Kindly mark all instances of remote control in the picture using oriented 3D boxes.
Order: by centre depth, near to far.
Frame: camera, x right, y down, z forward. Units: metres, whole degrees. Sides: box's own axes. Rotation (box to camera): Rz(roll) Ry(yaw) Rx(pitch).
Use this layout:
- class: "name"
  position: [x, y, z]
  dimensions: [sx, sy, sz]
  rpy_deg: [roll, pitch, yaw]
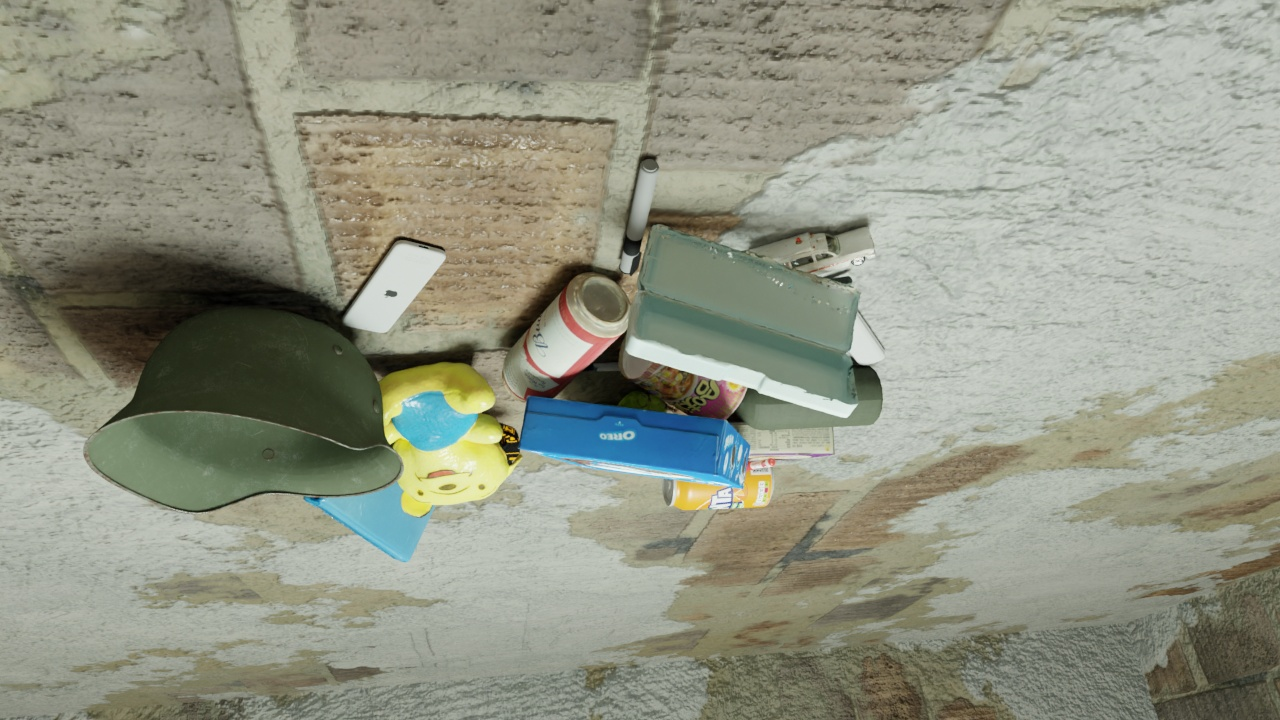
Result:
- class: "remote control"
  position: [-0.223, -0.064, 0.822]
  dimensions: [0.045, 0.008, 0.147]
  rpy_deg: [12, 147, -33]
- class: "remote control"
  position: [0.235, -0.025, 0.998]
  dimensions: [0.033, 0.012, 0.131]
  rpy_deg: [-19, 151, 22]

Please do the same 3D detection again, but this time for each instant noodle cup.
- class: "instant noodle cup"
  position: [0.040, 0.004, 0.934]
  dimensions: [0.108, 0.097, 0.098]
  rpy_deg: [26, 139, -34]

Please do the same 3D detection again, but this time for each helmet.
- class: "helmet"
  position: [-0.336, 0.039, 0.836]
  dimensions: [0.228, 0.153, 0.267]
  rpy_deg: [-22, 144, 29]

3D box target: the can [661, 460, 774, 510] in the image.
- class: "can"
  position: [0.106, 0.164, 1.257]
  dimensions: [0.142, 0.079, 0.079]
  rpy_deg: [0, 152, -12]

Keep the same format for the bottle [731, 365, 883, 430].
- class: "bottle"
  position: [0.168, 0.044, 1.051]
  dimensions: [0.206, 0.071, 0.072]
  rpy_deg: [-2, 152, -9]

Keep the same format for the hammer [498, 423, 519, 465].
- class: "hammer"
  position: [-0.307, 0.113, 1.120]
  dimensions: [0.320, 0.036, 0.123]
  rpy_deg: [-2, 148, -14]

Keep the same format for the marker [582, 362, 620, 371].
- class: "marker"
  position: [-0.006, 0.006, 1.004]
  dimensions: [0.152, 0.011, 0.011]
  rpy_deg: [-2, 152, -8]

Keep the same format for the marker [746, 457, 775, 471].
- class: "marker"
  position: [0.145, 0.131, 1.148]
  dimensions: [0.012, 0.012, 0.142]
  rpy_deg: [-2, 171, -9]

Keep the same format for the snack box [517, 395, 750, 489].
- class: "snack box"
  position: [0.005, 0.089, 0.954]
  dimensions: [0.196, 0.056, 0.239]
  rpy_deg: [6, 170, 14]

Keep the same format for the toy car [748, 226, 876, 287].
- class: "toy car"
  position: [0.150, -0.096, 0.820]
  dimensions: [0.113, 0.039, 0.039]
  rpy_deg: [-17, 130, 17]

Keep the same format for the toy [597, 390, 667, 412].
- class: "toy"
  position: [-0.014, 0.062, 1.086]
  dimensions: [0.093, 0.036, 0.094]
  rpy_deg: [-1, 152, 6]

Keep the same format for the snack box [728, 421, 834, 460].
- class: "snack box"
  position: [0.144, 0.102, 1.145]
  dimensions: [0.143, 0.040, 0.148]
  rpy_deg: [1, 171, -16]

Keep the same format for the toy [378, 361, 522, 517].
- class: "toy"
  position: [-0.212, 0.084, 0.999]
  dimensions: [0.149, 0.083, 0.214]
  rpy_deg: [-2, 139, 4]

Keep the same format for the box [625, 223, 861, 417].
- class: "box"
  position: [0.089, -0.032, 0.770]
  dimensions: [0.197, 0.136, 0.049]
  rpy_deg: [17, 147, -10]

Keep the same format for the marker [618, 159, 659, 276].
- class: "marker"
  position: [-0.002, -0.117, 0.764]
  dimensions: [0.016, 0.016, 0.141]
  rpy_deg: [-2, 152, -10]

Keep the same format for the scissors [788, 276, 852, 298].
- class: "scissors"
  position: [0.135, -0.065, 0.892]
  dimensions: [0.128, 0.019, 0.153]
  rpy_deg: [2, 153, -13]

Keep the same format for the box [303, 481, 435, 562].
- class: "box"
  position: [-0.344, 0.157, 1.093]
  dimensions: [0.102, 0.094, 0.232]
  rpy_deg: [14, 157, 19]

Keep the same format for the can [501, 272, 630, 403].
- class: "can"
  position: [-0.075, -0.017, 0.883]
  dimensions: [0.067, 0.067, 0.171]
  rpy_deg: [10, 149, -29]

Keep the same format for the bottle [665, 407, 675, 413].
- class: "bottle"
  position: [0.000, 0.095, 1.142]
  dimensions: [0.109, 0.044, 0.044]
  rpy_deg: [-28, 146, 35]
